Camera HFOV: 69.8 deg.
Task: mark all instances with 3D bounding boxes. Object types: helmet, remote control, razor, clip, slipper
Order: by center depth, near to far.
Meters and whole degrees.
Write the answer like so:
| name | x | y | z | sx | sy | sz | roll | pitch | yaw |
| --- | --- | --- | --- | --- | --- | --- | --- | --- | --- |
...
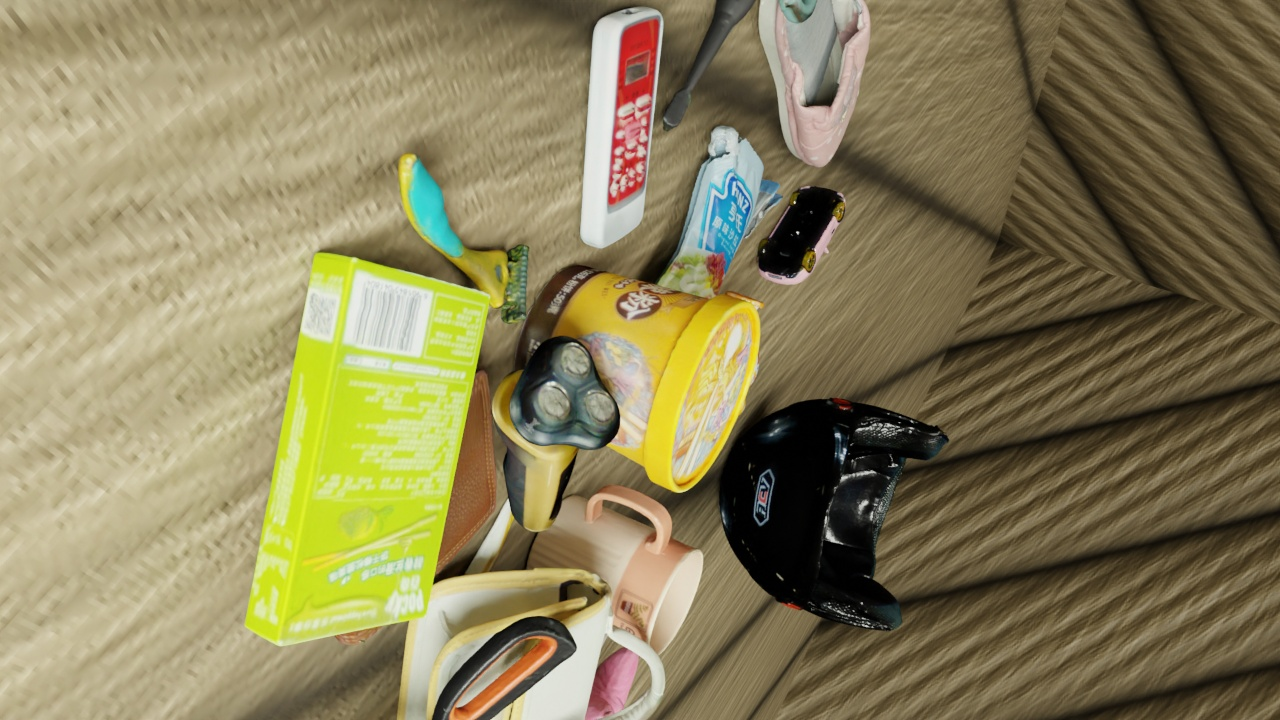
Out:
| name | x | y | z | sx | sy | sz | roll | pitch | yaw |
| --- | --- | --- | --- | --- | --- | --- | --- | --- | --- |
| razor | -0.084 | -0.059 | 0.426 | 0.132 | 0.028 | 0.043 | 55 | 37 | -68 |
| razor | -0.051 | 0.054 | 0.519 | 0.168 | 0.067 | 0.062 | 106 | 6 | -56 |
| remote control | -0.011 | -0.133 | 0.536 | 0.055 | 0.020 | 0.136 | -42 | 146 | -49 |
| slipper | 0.153 | -0.244 | 0.762 | 0.114 | 0.054 | 0.274 | -65 | 158 | -7 |
| clip | 0.098 | -0.129 | 0.786 | 0.057 | 0.026 | 0.036 | -54 | 147 | -19 |
| helmet | 0.196 | 0.156 | 1.009 | 0.274 | 0.230 | 0.233 | 18 | 85 | -58 |

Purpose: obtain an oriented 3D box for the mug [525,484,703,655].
| name | x | y | z | sx | sy | sz | roll | pitch | yaw |
| --- | --- | --- | --- | --- | --- | --- | --- | --- | --- |
| mug | -0.017 | 0.142 | 0.662 | 0.081 | 0.106 | 0.115 | -38 | 143 | -51 |

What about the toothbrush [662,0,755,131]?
| name | x | y | z | sx | sy | sz | roll | pitch | yaw |
| --- | --- | --- | --- | --- | --- | --- | --- | --- | --- |
| toothbrush | 0.064 | -0.241 | 0.603 | 0.212 | 0.026 | 0.027 | -63 | -171 | -10 |

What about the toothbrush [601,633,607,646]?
| name | x | y | z | sx | sy | sz | roll | pitch | yaw |
| --- | --- | --- | --- | --- | --- | --- | --- | --- | --- |
| toothbrush | -0.042 | 0.278 | 0.853 | 0.179 | 0.016 | 0.016 | -58 | 154 | -23 |

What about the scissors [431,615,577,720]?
| name | x | y | z | sx | sy | sz | roll | pitch | yaw |
| --- | --- | --- | --- | --- | --- | --- | --- | --- | --- |
| scissors | -0.115 | 0.219 | 0.492 | 0.220 | 0.022 | 0.228 | 24 | 101 | -40 |

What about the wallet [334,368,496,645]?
| name | x | y | z | sx | sy | sz | roll | pitch | yaw |
| --- | --- | --- | --- | --- | --- | --- | --- | --- | --- |
| wallet | -0.119 | 0.068 | 0.465 | 0.124 | 0.032 | 0.101 | -44 | 145 | -47 |

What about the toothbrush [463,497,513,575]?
| name | x | y | z | sx | sy | sz | roll | pitch | yaw |
| --- | --- | --- | --- | --- | --- | --- | --- | --- | --- |
| toothbrush | -0.072 | 0.083 | 0.598 | 0.191 | 0.018 | 0.016 | -61 | 155 | -16 |

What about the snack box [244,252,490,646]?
| name | x | y | z | sx | sy | sz | roll | pitch | yaw |
| --- | --- | --- | --- | --- | --- | --- | --- | --- | --- |
| snack box | -0.115 | 0.038 | 0.398 | 0.085 | 0.026 | 0.156 | 10 | 91 | -58 |

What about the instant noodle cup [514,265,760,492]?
| name | x | y | z | sx | sy | sz | roll | pitch | yaw |
| --- | --- | --- | --- | --- | --- | --- | --- | --- | --- |
| instant noodle cup | -0.003 | 0.003 | 0.554 | 0.118 | 0.114 | 0.119 | -48 | 150 | -40 |

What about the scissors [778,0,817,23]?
| name | x | y | z | sx | sy | sz | roll | pitch | yaw |
| --- | --- | --- | --- | --- | --- | --- | --- | --- | --- |
| scissors | 0.063 | -0.262 | 0.552 | 0.169 | 0.019 | 0.171 | -52 | 140 | -25 |

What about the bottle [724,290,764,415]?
| name | x | y | z | sx | sy | sz | roll | pitch | yaw |
| --- | --- | --- | --- | --- | --- | --- | --- | --- | --- |
| bottle | 0.073 | -0.004 | 0.792 | 0.063 | 0.063 | 0.108 | 0 | 110 | -66 |

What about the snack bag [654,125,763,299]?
| name | x | y | z | sx | sy | sz | roll | pitch | yaw |
| --- | --- | --- | --- | --- | --- | --- | --- | --- | --- |
| snack bag | 0.046 | -0.080 | 0.698 | 0.110 | 0.039 | 0.191 | 33 | 79 | -56 |

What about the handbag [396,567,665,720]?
| name | x | y | z | sx | sy | sz | roll | pitch | yaw |
| --- | --- | --- | --- | --- | --- | --- | --- | --- | --- |
| handbag | -0.057 | 0.210 | 0.579 | 0.178 | 0.063 | 0.164 | -2 | 118 | -27 |

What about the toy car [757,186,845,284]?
| name | x | y | z | sx | sy | sz | roll | pitch | yaw |
| --- | --- | --- | --- | --- | --- | --- | --- | --- | --- |
| toy car | 0.156 | -0.119 | 0.885 | 0.122 | 0.056 | 0.037 | -56 | 151 | -27 |

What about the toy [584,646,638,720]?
| name | x | y | z | sx | sy | sz | roll | pitch | yaw |
| --- | --- | --- | --- | --- | --- | --- | --- | --- | --- |
| toy | -0.067 | 0.304 | 0.714 | 0.194 | 0.074 | 0.179 | -41 | 171 | -42 |
